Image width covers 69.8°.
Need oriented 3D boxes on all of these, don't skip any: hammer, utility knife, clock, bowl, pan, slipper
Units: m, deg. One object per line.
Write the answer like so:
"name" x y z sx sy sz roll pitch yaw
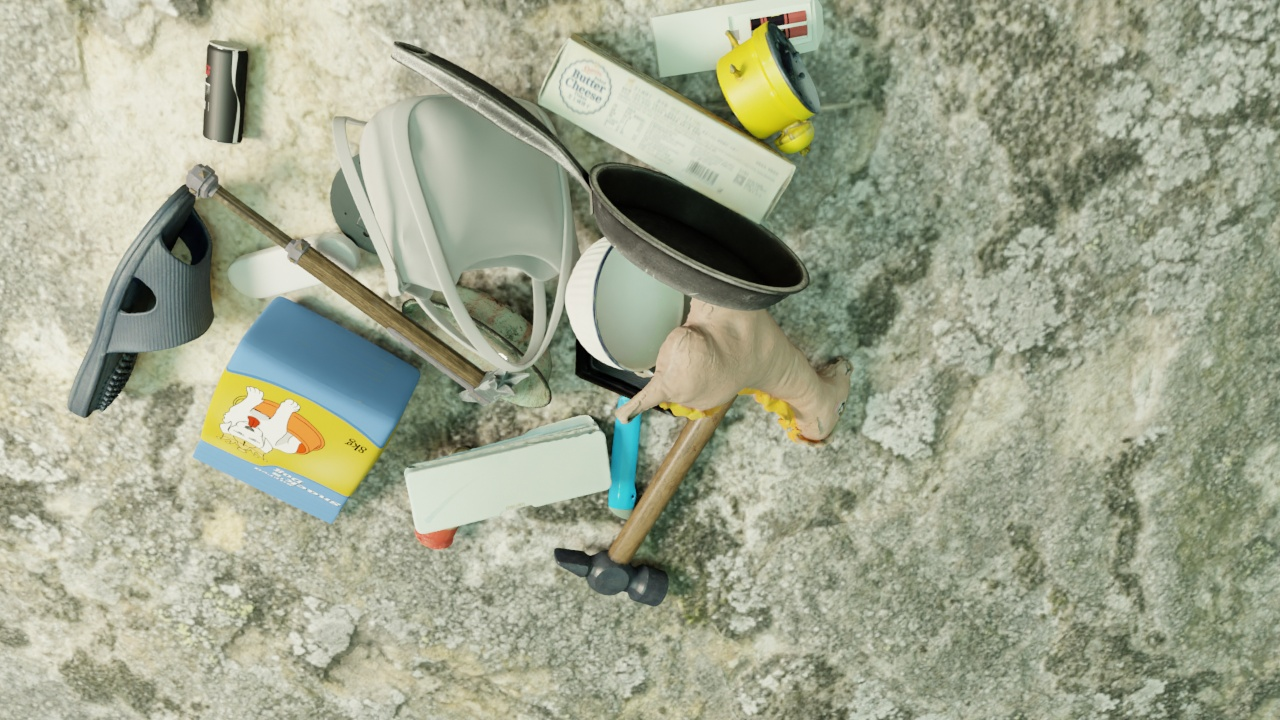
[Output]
"hammer" -0.252 -0.060 0.799 0.317 0.147 0.028 38 66 -16
"utility knife" -0.013 0.087 0.937 0.031 0.015 0.179 4 117 -7
"clock" 0.112 -0.218 0.750 0.057 0.083 0.118 -27 134 28
"bowl" -0.140 -0.018 0.835 0.157 0.158 0.038 39 66 -17
"bowl" -0.022 -0.051 0.771 0.062 0.117 0.118 6 121 39
"pan" -0.031 -0.137 0.700 0.357 0.187 0.055 25 115 -5
"clock" -0.217 -0.152 0.813 0.094 0.035 0.123 33 109 -15
"hammer" 0.034 0.110 0.932 0.129 0.040 0.322 23 109 -22
"slipper" -0.433 -0.041 0.830 0.082 0.101 0.264 28 117 -21

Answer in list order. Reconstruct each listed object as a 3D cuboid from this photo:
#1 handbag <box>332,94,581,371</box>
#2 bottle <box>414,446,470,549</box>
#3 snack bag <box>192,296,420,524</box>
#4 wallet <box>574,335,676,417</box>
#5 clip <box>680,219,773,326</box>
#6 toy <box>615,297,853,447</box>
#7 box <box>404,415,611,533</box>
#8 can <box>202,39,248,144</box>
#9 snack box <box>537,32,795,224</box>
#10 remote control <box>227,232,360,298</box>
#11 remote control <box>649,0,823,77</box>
"handbag" -0.138 -0.096 0.740 0.096 0.215 0.222 -13 91 45
"bottle" -0.195 0.142 0.943 0.044 0.044 0.109 23 111 -11
"snack bag" -0.328 0.064 0.880 0.159 0.102 0.206 30 122 -14
"wallet" -0.005 0.005 0.860 0.115 0.026 0.089 23 146 11
"clip" 0.044 -0.075 0.824 0.152 0.097 0.126 7 104 -17
"toy" 0.099 0.030 0.825 0.196 0.065 0.264 -53 134 -8
"box" -0.128 0.111 0.899 0.198 0.066 0.083 -13 131 -14
"can" -0.351 -0.227 0.776 0.031 0.031 0.081 12 113 -7
"snack box" 0.020 -0.194 0.763 0.208 0.104 0.058 27 108 -13
"remote control" -0.315 -0.086 0.833 0.137 0.013 0.043 -11 128 20
"remote control" 0.083 -0.274 0.770 0.143 0.024 0.050 -9 114 2
